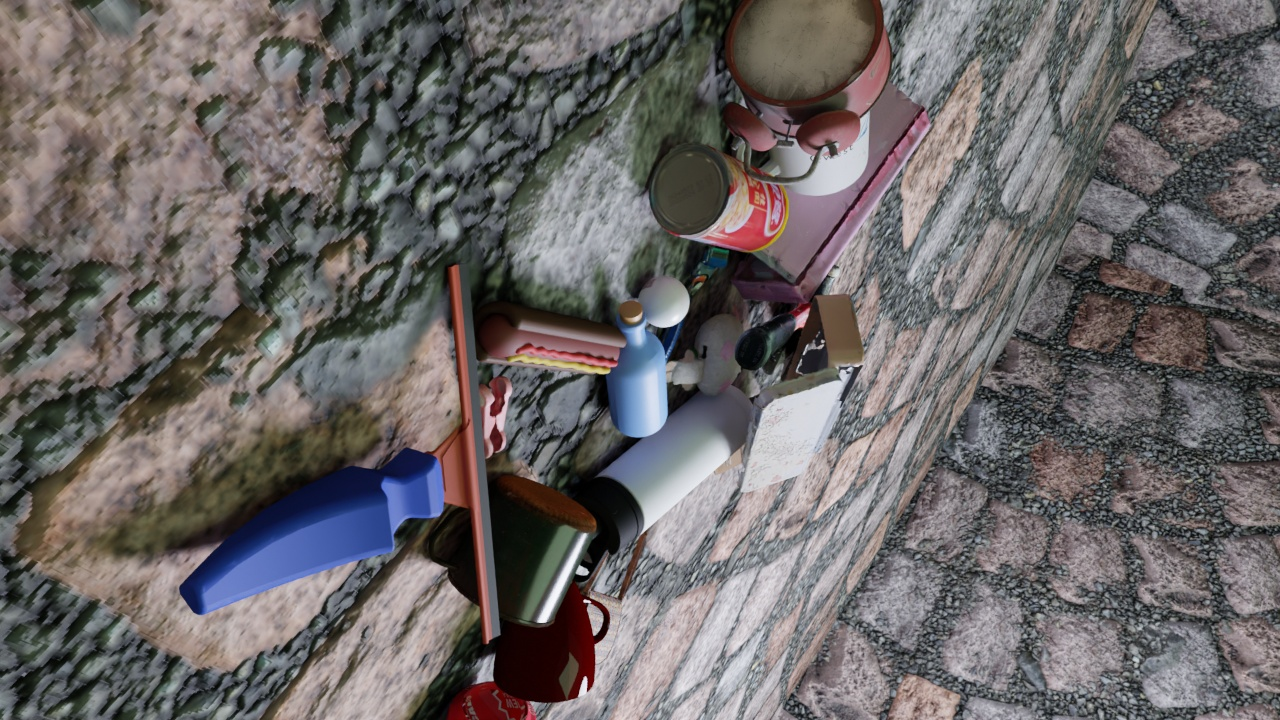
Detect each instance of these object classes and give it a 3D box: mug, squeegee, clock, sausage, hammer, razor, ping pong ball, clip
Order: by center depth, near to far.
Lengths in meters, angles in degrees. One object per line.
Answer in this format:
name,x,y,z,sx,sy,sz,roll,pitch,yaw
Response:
squeegee,-0.160,0.085,0.501,0.184,0.055,0.250,-26,121,-51
clip,-0.102,0.038,0.603,0.044,0.023,0.060,6,109,-58
sausage,-0.057,-0.012,0.613,0.155,0.040,0.040,9,108,-64
clock,0.116,-0.197,0.651,0.062,0.110,0.156,33,70,-65
mug,-0.094,0.129,0.655,0.111,0.085,0.081,26,91,-30
ping pong ball,0.018,-0.046,0.718,0.040,0.040,0.040,-43,150,-34
mug,0.128,-0.189,0.748,0.119,0.083,0.096,-29,149,-4
razor,0.033,-0.035,0.785,0.043,0.018,0.141,-2,121,-62
mug,-0.069,0.228,0.789,0.113,0.087,0.088,-2,100,-44
hammer,0.139,-0.025,0.905,0.141,0.036,0.325,-68,166,15

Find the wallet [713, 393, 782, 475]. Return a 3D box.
wallet,0.120,0.078,1.019,0.098,0.027,0.121,-25,149,-7

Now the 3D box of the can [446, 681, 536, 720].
can,-0.138,0.349,0.791,0.074,0.074,0.143,-23,135,-53

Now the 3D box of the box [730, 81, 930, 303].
box,0.158,-0.171,0.838,0.232,0.099,0.107,-52,121,-17

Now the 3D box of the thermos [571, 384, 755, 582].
thermos,0.017,0.108,0.854,0.229,0.068,0.101,-35,157,-42

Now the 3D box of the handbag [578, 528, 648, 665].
handbag,-0.031,0.202,0.908,0.195,0.043,0.093,-66,152,-11

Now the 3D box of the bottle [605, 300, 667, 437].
bottle,-0.004,0.004,0.719,0.047,0.048,0.131,-46,151,-30

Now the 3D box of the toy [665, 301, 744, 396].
toy,0.069,-0.005,0.855,0.112,0.050,0.087,-46,151,-42

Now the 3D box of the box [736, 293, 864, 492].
box,0.137,0.037,0.855,0.217,0.095,0.114,92,-2,-62

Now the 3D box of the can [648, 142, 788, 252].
can,0.061,-0.120,0.692,0.124,0.067,0.067,-2,118,-61
